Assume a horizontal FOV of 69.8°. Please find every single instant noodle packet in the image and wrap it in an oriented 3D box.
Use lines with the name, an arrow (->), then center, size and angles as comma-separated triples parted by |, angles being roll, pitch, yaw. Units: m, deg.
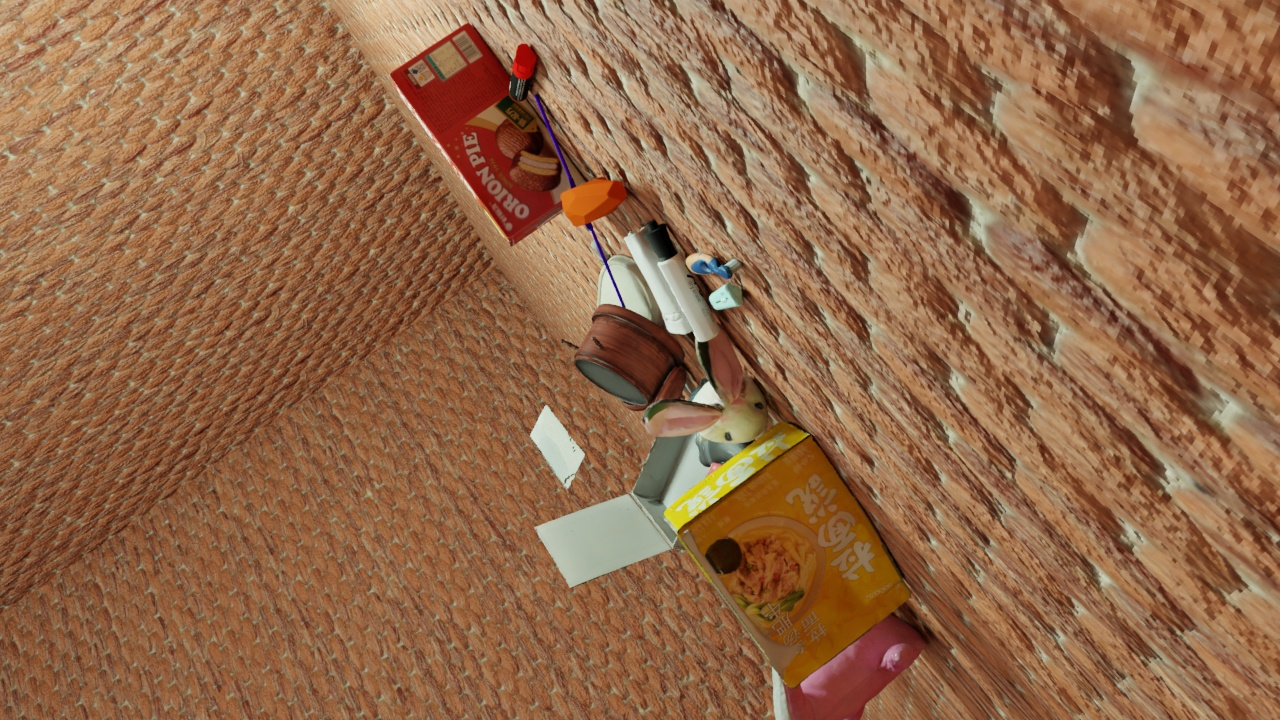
instant noodle packet -> 0.153, 0.198, 0.915 | 0.221, 0.163, 0.084 | 54, 172, -7

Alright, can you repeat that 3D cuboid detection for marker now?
marker -> -0.122, -0.293, 0.942 | 0.145, 0.021, 0.023 | -164, 61, -79
marker -> 0.038, -0.076, 0.873 | 0.126, 0.025, 0.025 | 61, 172, -17

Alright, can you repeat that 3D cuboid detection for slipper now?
slipper -> -0.006, -0.062, 1.149 | 0.114, 0.054, 0.275 | 57, 164, 8

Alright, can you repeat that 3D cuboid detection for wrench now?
wrench -> 0.007, -0.054, 1.261 | 0.273, 0.018, 0.083 | 56, 177, -24

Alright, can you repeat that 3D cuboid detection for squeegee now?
squeegee -> -0.051, -0.161, 0.926 | 0.249, 0.055, 0.185 | 67, 165, -11

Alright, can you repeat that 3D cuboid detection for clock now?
clock -> -0.006, 0.006, 1.062 | 0.157, 0.072, 0.121 | 38, 162, -23

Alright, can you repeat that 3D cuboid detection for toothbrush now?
toothbrush -> 0.061, -0.081, 0.784 | 0.021, 0.017, 0.135 | 59, 175, -13

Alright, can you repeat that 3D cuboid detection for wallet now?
wallet -> 0.024, -0.082, 0.930 | 0.116, 0.032, 0.086 | 63, 177, -12

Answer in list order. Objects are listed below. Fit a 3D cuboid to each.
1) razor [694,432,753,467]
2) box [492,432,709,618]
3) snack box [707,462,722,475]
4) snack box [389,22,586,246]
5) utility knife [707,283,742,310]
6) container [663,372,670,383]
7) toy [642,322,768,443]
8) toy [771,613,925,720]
razor -> 0.127, 0.129, 1.175 | 0.140, 0.064, 0.053 | 33, -177, 44
box -> -0.017, 0.229, 1.357 | 0.150, 0.368, 0.167 | 61, 170, -31
snack box -> 0.152, 0.173, 1.150 | 0.089, 0.021, 0.133 | 13, 159, 45
snack box -> -0.175, -0.261, 1.071 | 0.236, 0.113, 0.060 | 54, 173, 1
utility knife -> 0.074, -0.055, 0.824 | 0.022, 0.015, 0.129 | 57, 177, -2
container -> 0.008, 0.028, 1.369 | 0.049, 0.081, 0.129 | 39, -175, 4
toy -> 0.087, 0.057, 0.985 | 0.106, 0.131, 0.205 | 35, 174, 17
toy -> 0.241, 0.337, 1.013 | 0.128, 0.264, 0.186 | -11, 99, 40
